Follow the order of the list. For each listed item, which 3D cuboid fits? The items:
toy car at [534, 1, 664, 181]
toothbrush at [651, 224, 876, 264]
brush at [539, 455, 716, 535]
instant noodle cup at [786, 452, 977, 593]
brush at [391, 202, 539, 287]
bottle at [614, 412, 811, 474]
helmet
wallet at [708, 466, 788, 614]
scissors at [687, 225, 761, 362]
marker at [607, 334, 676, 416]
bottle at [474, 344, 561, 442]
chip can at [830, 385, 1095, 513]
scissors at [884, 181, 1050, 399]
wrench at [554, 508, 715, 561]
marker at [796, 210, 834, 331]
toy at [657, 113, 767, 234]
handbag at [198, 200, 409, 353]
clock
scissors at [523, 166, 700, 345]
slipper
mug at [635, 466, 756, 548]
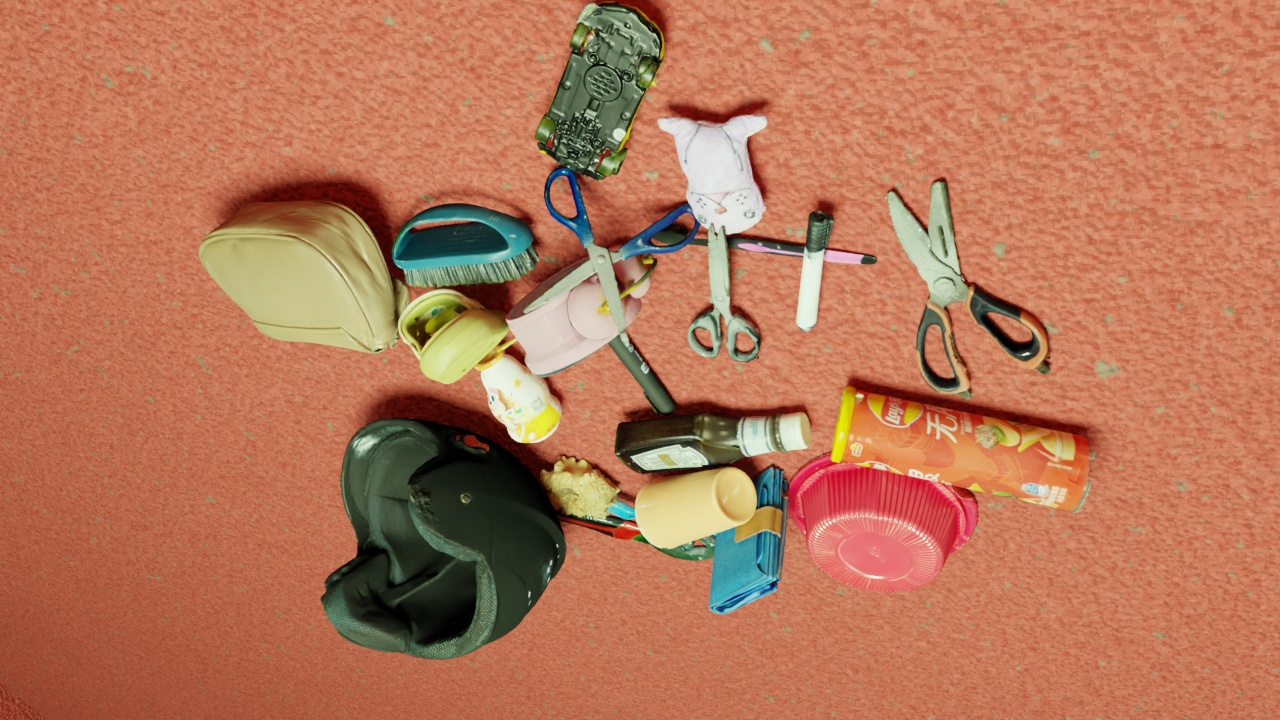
[{"bbox_3d":[-0.029,-0.201,0.692,0.071,0.041,0.156,25,138,-4],"label":"toy car"},{"bbox_3d":[0.102,-0.097,0.768,0.189,0.017,0.014,8,136,9],"label":"toothbrush"},{"bbox_3d":[0.006,0.171,1.052,0.254,0.045,0.083,16,132,1],"label":"brush"},{"bbox_3d":[0.242,0.176,0.941,0.194,0.065,0.194,11,134,11],"label":"instant noodle cup"},{"bbox_3d":[-0.164,-0.107,0.827,0.144,0.055,0.073,-2,132,24],"label":"brush"},{"bbox_3d":[0.072,0.080,0.922,0.195,0.044,0.080,-9,149,27],"label":"bottle"},{"bbox_3d":[-0.215,0.188,1.017,0.234,0.229,0.274,-47,64,29],"label":"helmet"},{"bbox_3d":[0.111,0.187,0.952,0.040,0.132,0.107,27,138,-19],"label":"wallet"},{"bbox_3d":[0.061,-0.054,0.799,0.137,0.014,0.174,-15,136,41],"label":"scissors"},{"bbox_3d":[-0.005,0.005,0.902,0.022,0.020,0.132,-24,123,19],"label":"marker"},{"bbox_3d":[-0.129,0.033,0.947,0.063,0.063,0.108,-11,127,30],"label":"bottle"},{"bbox_3d":[0.284,0.079,0.826,0.217,0.073,0.073,12,136,9],"label":"chip can"},{"bbox_3d":[0.263,-0.049,0.748,0.215,0.015,0.196,23,137,0],"label":"scissors"},{"bbox_3d":[-0.040,0.197,1.106,0.273,0.016,0.056,13,134,9],"label":"wrench"},{"bbox_3d":[0.144,-0.071,0.760,0.022,0.018,0.131,-2,141,4],"label":"marker"},{"bbox_3d":[0.064,-0.144,0.713,0.084,0.038,0.108,3,133,22],"label":"toy"},{"bbox_3d":[-0.314,-0.083,0.872,0.205,0.099,0.148,7,133,34],"label":"handbag"},{"bbox_3d":[-0.048,-0.048,0.800,0.159,0.116,0.060,-20,112,37],"label":"clock"},{"bbox_3d":[-0.025,-0.090,0.744,0.162,0.172,0.012,-15,158,-10],"label":"scissors"},{"bbox_3d":[-0.174,-0.031,0.843,0.081,0.091,0.190,50,176,-6],"label":"slipper"},{"bbox_3d":[0.061,0.152,0.961,0.078,0.078,0.123,40,145,-19],"label":"mug"}]
